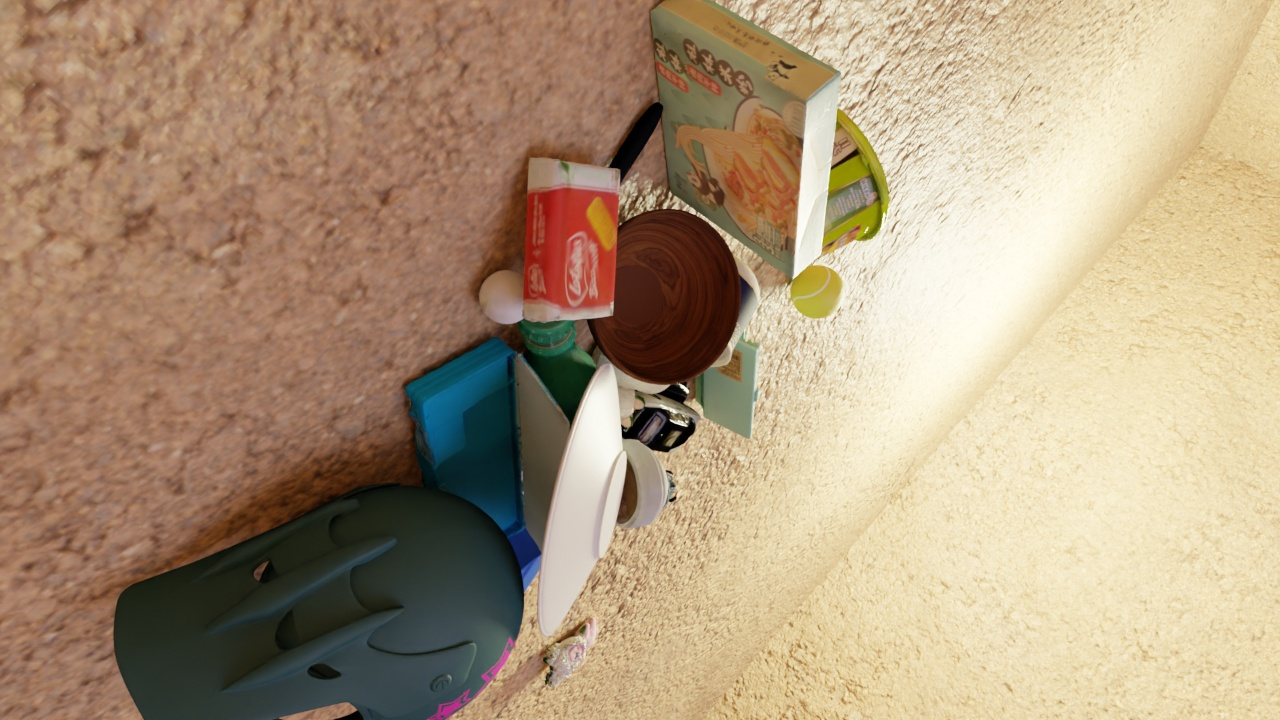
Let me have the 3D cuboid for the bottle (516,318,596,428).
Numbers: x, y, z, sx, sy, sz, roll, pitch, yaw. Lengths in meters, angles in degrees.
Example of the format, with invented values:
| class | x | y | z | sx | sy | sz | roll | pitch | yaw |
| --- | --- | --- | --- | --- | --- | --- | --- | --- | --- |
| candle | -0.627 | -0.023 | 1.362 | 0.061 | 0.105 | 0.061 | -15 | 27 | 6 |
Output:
| class | x | y | z | sx | sy | sz | roll | pitch | yaw |
| --- | --- | --- | --- | --- | --- | --- | --- | --- | --- |
| bottle | -0.070 | 0.019 | 0.790 | 0.068 | 0.068 | 0.210 | -39 | 152 | -22 |

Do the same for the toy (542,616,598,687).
| class | x | y | z | sx | sy | sz | roll | pitch | yaw |
| --- | --- | --- | --- | --- | --- | --- | --- | --- | --- |
| toy | -0.095 | 0.419 | 1.326 | 0.108 | 0.041 | 0.096 | -40 | 152 | -33 |

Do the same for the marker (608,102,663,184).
| class | x | y | z | sx | sy | sz | roll | pitch | yaw |
| --- | --- | --- | --- | --- | --- | --- | --- | --- | --- |
| marker | -0.020 | -0.141 | 0.713 | 0.134 | 0.018 | 0.015 | -56 | -164 | 12 |

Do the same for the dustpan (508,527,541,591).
| class | x | y | z | sx | sy | sz | roll | pitch | yaw |
| --- | --- | --- | --- | --- | --- | --- | --- | --- | --- |
| dustpan | -0.173 | 0.251 | 0.922 | 0.246 | 0.059 | 0.257 | -56 | 150 | 12 |

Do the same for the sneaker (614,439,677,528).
| class | x | y | z | sx | sy | sz | roll | pitch | yaw |
| --- | --- | --- | --- | --- | --- | --- | --- | --- | --- |
| sneaker | 0.002 | 0.126 | 0.938 | 0.079 | 0.087 | 0.236 | -5 | 169 | -13 |

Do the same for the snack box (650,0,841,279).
| class | x | y | z | sx | sy | sz | roll | pitch | yaw |
| --- | --- | --- | --- | --- | --- | --- | --- | --- | --- |
| snack box | 0.078 | -0.166 | 0.694 | 0.044 | 0.141 | 0.194 | -42 | 153 | -17 |

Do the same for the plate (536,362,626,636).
| class | x | y | z | sx | sy | sz | roll | pitch | yaw |
| --- | --- | --- | --- | --- | --- | --- | --- | --- | --- |
| plate | -0.037 | 0.116 | 0.764 | 0.229 | 0.030 | 0.229 | 13 | 89 | -83 |

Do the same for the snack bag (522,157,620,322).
| class | x | y | z | sx | sy | sz | roll | pitch | yaw |
| --- | --- | --- | --- | --- | --- | --- | --- | --- | --- |
| snack bag | -0.049 | -0.086 | 0.666 | 0.076 | 0.036 | 0.116 | -8 | 104 | -55 |

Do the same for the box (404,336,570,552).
| class | x | y | z | sx | sy | sz | roll | pitch | yaw |
| --- | --- | --- | --- | --- | --- | --- | --- | --- | --- |
| box | -0.116 | 0.111 | 0.771 | 0.093 | 0.115 | 0.244 | -31 | 146 | -30 |

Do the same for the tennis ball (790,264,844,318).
| class | x | y | z | sx | sy | sz | roll | pitch | yaw |
| --- | --- | --- | --- | --- | --- | --- | --- | --- | --- |
| tennis ball | 0.215 | -0.083 | 1.115 | 0.065 | 0.065 | 0.065 | -38 | 152 | -25 |

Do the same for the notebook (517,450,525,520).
| class | x | y | z | sx | sy | sz | roll | pitch | yaw |
| --- | --- | --- | --- | --- | --- | --- | --- | --- | --- |
| notebook | -0.174 | 0.185 | 0.913 | 0.246 | 0.013 | 0.177 | -56 | 152 | 12 |

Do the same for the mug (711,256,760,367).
| class | x | y | z | sx | sy | sz | roll | pitch | yaw |
| --- | --- | --- | --- | --- | --- | --- | --- | --- | --- |
| mug | 0.062 | -0.054 | 0.899 | 0.112 | 0.085 | 0.089 | -12 | -139 | 56 |

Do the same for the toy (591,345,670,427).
| class | x | y | z | sx | sy | sz | roll | pitch | yaw |
| --- | --- | --- | --- | --- | --- | --- | --- | --- | --- |
| toy | -0.005 | 0.005 | 0.876 | 0.087 | 0.050 | 0.112 | 18 | 112 | -26 |

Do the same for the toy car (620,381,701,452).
| class | x | y | z | sx | sy | sz | roll | pitch | yaw |
| --- | --- | --- | --- | --- | --- | --- | --- | --- | --- |
| toy car | 0.010 | 0.063 | 0.980 | 0.094 | 0.071 | 0.191 | -52 | 156 | 6 |

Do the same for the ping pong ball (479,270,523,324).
| class | x | y | z | sx | sy | sz | roll | pitch | yaw |
| --- | --- | --- | --- | --- | --- | --- | --- | --- | --- |
| ping pong ball | -0.100 | -0.047 | 0.684 | 0.040 | 0.040 | 0.040 | -38 | 152 | -25 |

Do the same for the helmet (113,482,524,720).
| class | x | y | z | sx | sy | sz | roll | pitch | yaw |
| --- | --- | --- | --- | --- | --- | --- | --- | --- | --- |
| helmet | -0.218 | 0.193 | 0.675 | 0.274 | 0.176 | 0.201 | -17 | 146 | -28 |

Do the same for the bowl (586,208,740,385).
| class | x | y | z | sx | sy | sz | roll | pitch | yaw |
| --- | --- | --- | --- | --- | --- | --- | --- | --- | --- |
| bowl | 0.008 | -0.056 | 0.794 | 0.147 | 0.069 | 0.147 | -4 | 98 | -30 |

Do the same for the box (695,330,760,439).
| class | x | y | z | sx | sy | sz | roll | pitch | yaw |
| --- | --- | --- | --- | --- | --- | --- | --- | --- | --- |
| box | 0.113 | 0.010 | 1.046 | 0.077 | 0.093 | 0.188 | -38 | 152 | -22 |

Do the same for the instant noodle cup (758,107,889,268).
| class | x | y | z | sx | sy | sz | roll | pitch | yaw |
| --- | --- | --- | --- | --- | --- | --- | --- | --- | --- |
| instant noodle cup | 0.141 | -0.153 | 0.825 | 0.097 | 0.146 | 0.146 | -33 | 151 | -10 |
